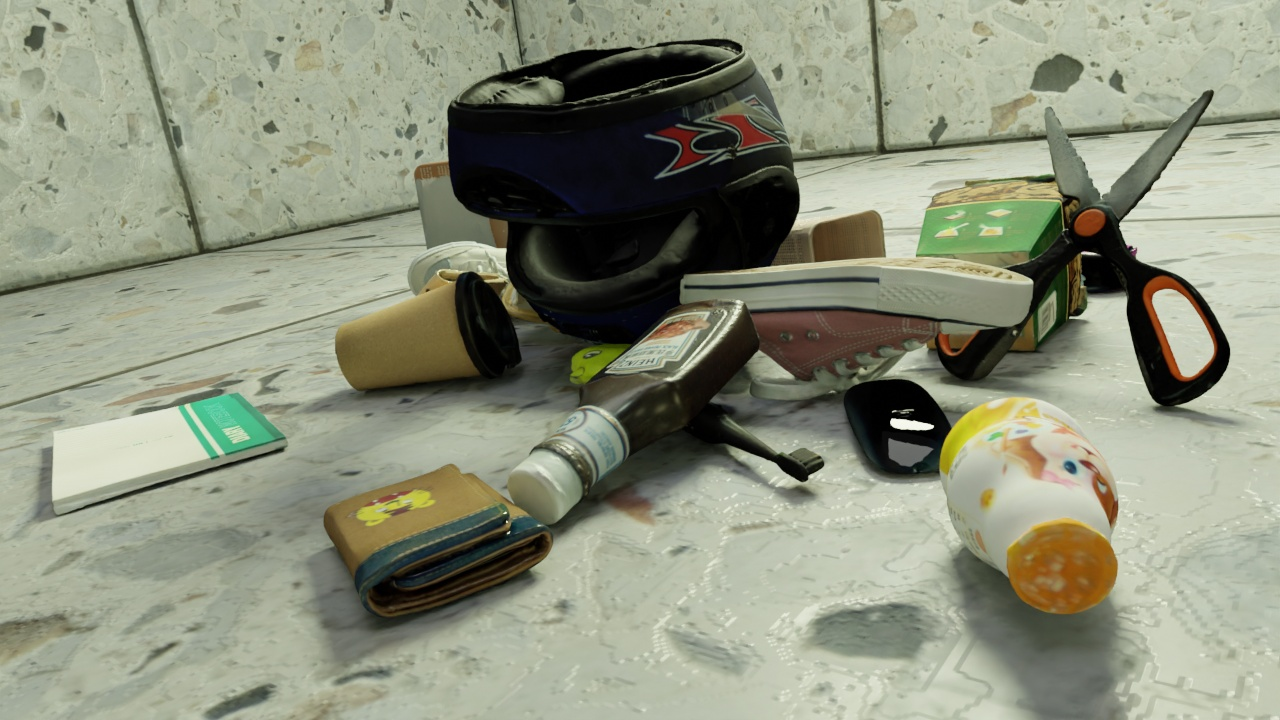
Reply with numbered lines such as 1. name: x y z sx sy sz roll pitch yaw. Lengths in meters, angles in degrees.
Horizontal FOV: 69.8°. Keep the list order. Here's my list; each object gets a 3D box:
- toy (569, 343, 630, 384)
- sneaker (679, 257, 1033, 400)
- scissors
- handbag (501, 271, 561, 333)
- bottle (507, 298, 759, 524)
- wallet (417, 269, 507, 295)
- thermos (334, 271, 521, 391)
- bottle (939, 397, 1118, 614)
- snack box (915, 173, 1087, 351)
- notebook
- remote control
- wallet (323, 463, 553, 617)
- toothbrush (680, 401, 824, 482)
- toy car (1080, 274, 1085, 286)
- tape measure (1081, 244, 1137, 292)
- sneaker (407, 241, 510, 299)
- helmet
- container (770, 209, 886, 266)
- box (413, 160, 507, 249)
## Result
1. toy: -0.004 0.004 0.703 0.100 0.031 0.096 3 14 26
2. sneaker: 0.135 -0.021 0.614 0.241 0.088 0.118 1 10 34
3. scissors: 0.280 -0.063 0.577 0.021 0.234 0.221 22 -50 -40
4. handbag: -0.037 -0.089 0.929 0.179 0.063 0.163 17 48 0
5. bottle: -0.003 0.025 0.538 0.080 0.044 0.194 -6 25 41
6. wallet: -0.183 -0.043 0.857 0.087 0.024 0.115 0 -36 -49
7. thermos: -0.181 -0.018 0.784 0.143 0.093 0.093 -14 14 10
8. bottle: 0.154 0.057 0.361 0.063 0.063 0.108 -4 16 14
9. snack box: 0.266 -0.063 0.689 0.118 0.118 0.105 2 30 33
10. notebook: -0.373 0.063 0.715 0.150 0.012 0.209 -16 16 -30
11. remote control: 0.149 0.031 0.535 0.053 0.024 0.136 -6 15 6
12. wallet: -0.105 0.084 0.457 0.090 0.033 0.115 -16 13 -25
13. toothbrush: 0.043 0.037 0.564 0.027 0.026 0.213 -22 20 -21
14. toy car: 0.322 -0.076 0.801 0.121 0.037 0.054 18 3 39
15. tape measure: 0.402 -0.084 0.801 0.057 0.039 0.057 -3 16 18
16. sneaker: -0.138 -0.083 1.009 0.242 0.089 0.090 -2 19 -1
17. helmet: -0.009 -0.126 0.762 0.248 0.241 0.314 10 30 32
18. container: 0.158 -0.089 0.862 0.089 0.090 0.111 -17 14 -30
19. box: -0.147 -0.162 1.122 0.259 0.179 0.110 -6 14 1
